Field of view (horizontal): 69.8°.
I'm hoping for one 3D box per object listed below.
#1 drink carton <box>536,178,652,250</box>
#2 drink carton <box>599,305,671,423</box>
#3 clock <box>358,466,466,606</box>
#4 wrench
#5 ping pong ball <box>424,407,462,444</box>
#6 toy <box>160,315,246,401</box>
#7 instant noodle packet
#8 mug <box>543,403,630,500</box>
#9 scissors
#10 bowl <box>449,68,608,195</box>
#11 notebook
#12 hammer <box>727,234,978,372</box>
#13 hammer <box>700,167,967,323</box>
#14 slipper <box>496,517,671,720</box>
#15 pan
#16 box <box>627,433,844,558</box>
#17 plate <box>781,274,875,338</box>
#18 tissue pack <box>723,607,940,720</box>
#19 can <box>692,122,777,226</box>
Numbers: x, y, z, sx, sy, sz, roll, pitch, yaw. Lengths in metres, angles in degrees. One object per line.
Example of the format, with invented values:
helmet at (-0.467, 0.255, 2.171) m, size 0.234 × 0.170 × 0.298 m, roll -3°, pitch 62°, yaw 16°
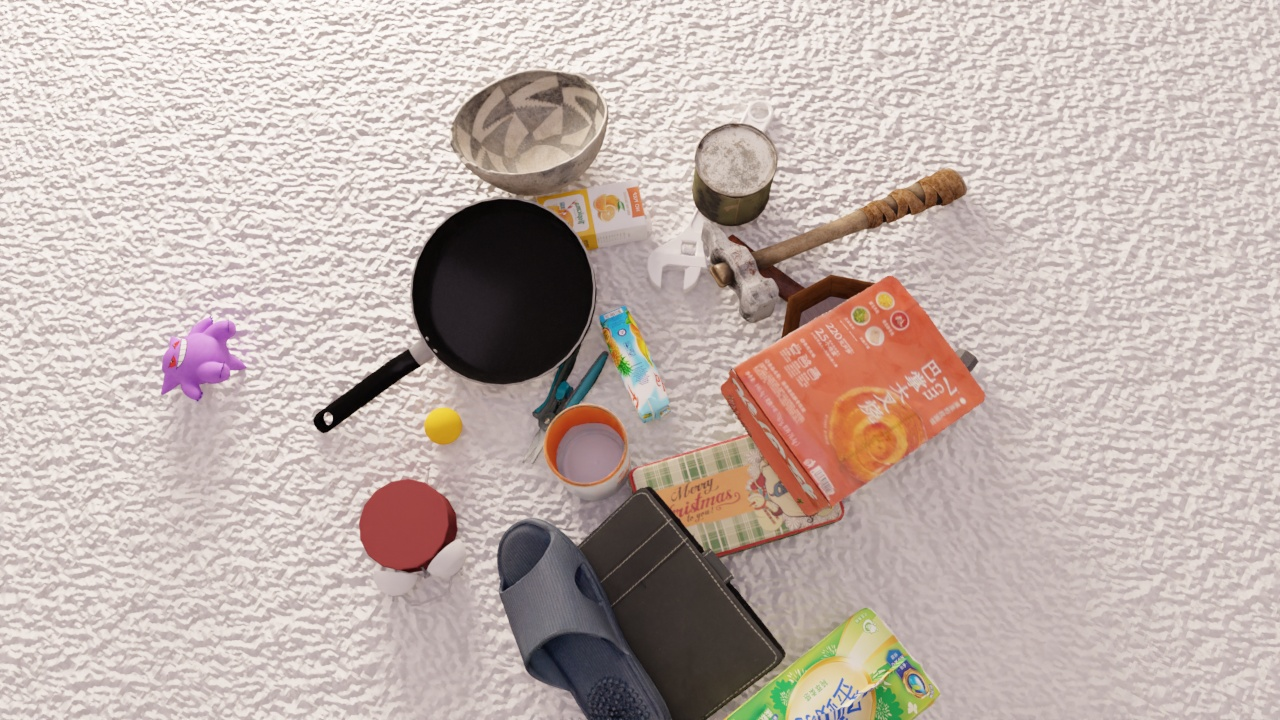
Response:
drink carton at (-0.051, -0.163, 1.049) m, size 0.122 × 0.040 × 0.058 m, roll -11°, pitch 73°, yaw -1°
drink carton at (-0.006, 0.006, 0.995) m, size 0.038 × 0.044 × 0.128 m, roll -22°, pitch 72°, yaw -5°
clock at (-0.236, 0.183, 0.948) m, size 0.096 × 0.048 × 0.137 m, roll -20°, pitch 73°, yaw -4°
wrench at (0.088, -0.193, 1.065) m, size 0.066 × 0.018 × 0.272 m, roll 25°, pitch 75°, yaw 10°
ping pong ball at (-0.212, 0.070, 0.985) m, size 0.040 × 0.040 × 0.040 m, roll -1°, pitch 73°, yaw 2°
toy at (-0.486, 0.000, 1.011) m, size 0.088 × 0.056 × 0.106 m, roll -7°, pitch 63°, yaw 4°
instant noodle packet at (0.217, 0.027, 0.913) m, size 0.220 × 0.084 × 0.164 m, roll -32°, pitch 78°, yaw -12°
mug at (-0.051, 0.096, 0.937) m, size 0.082 × 0.105 × 0.082 m, roll -1°, pitch 73°, yaw 2°
scissors at (-0.087, 0.041, 0.998) m, size 0.126 × 0.019 × 0.144 m, roll -20°, pitch 59°, yaw 13°
bowl at (-0.120, -0.249, 1.053) m, size 0.178 × 0.081 × 0.178 m, roll -4°, pitch 57°, yaw 6°
notebook at (0.019, 0.248, 0.897) m, size 0.170 × 0.029 × 0.209 m, roll -44°, pitch 78°, yaw 18°
hammer at (0.211, -0.044, 1.009) m, size 0.301 × 0.028 × 0.111 m, roll 37°, pitch 77°, yaw 12°
hammer at (0.222, -0.148, 1.016) m, size 0.318 × 0.049 × 0.121 m, roll -22°, pitch 65°, yaw -13°
slipper at (-0.071, 0.278, 0.881) m, size 0.101 × 0.082 × 0.263 m, roll -39°, pitch 78°, yaw 24°
pan at (-0.208, -0.030, 1.006) m, size 0.356 × 0.044 × 0.204 m, roll -36°, pitch 84°, yaw 5°
box at (0.098, 0.140, 0.948) m, size 0.205 × 0.050 × 0.117 m, roll -15°, pitch 72°, yaw -1°
plate at (0.211, -0.025, 0.966) m, size 0.131 × 0.025 × 0.131 m, roll 0°, pitch 81°, yaw 1°
tissue pack at (0.170, 0.316, 0.826) m, size 0.197 × 0.142 × 0.120 m, roll -39°, pitch 69°, yaw -19°
can at (0.103, -0.205, 1.021) m, size 0.090 × 0.075 × 0.089 m, roll 0°, pitch 73°, yaw 1°
